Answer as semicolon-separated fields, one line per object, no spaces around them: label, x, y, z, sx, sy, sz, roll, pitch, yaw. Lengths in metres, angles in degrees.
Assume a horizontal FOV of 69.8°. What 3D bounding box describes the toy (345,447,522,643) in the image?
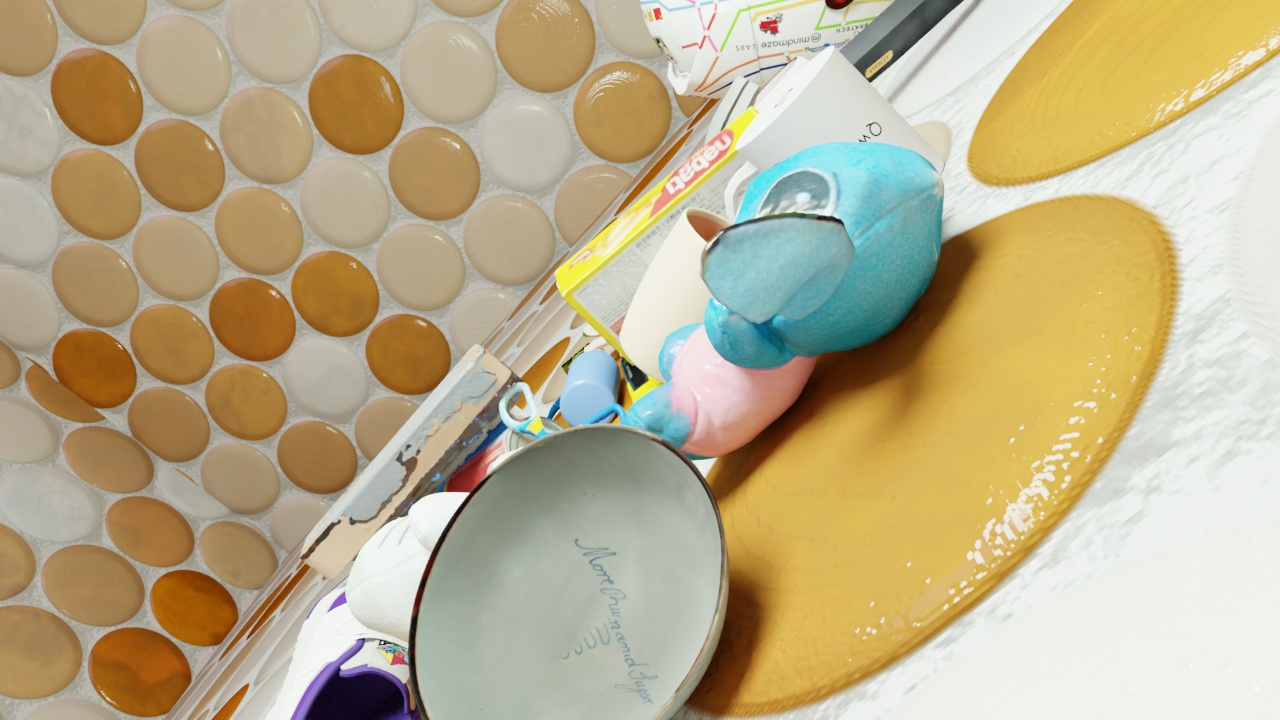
toy;-0.074;0.110;0.531;0.137;0.085;0.210;0;-25;-44

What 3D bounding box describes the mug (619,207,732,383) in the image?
mug;0.034;-0.047;0.640;0.104;0.085;0.111;-55;31;24

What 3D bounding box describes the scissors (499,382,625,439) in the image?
scissors;-0.070;0.059;0.701;0.125;0.130;0.014;-33;-34;-28

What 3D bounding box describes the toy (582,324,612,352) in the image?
toy;-0.015;-0.046;0.928;0.112;0.050;0.087;-41;18;10

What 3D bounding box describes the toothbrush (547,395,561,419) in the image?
toothbrush;-0.082;0.044;0.966;0.132;0.016;0.021;-44;-7;21

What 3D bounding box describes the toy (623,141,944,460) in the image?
toy;0.065;-0.026;0.448;0.192;0.099;0.223;-49;-4;29

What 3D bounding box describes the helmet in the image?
helmet;0.158;-0.390;0.960;0.314;0.236;0.231;-16;22;-3

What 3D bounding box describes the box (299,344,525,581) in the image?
box;-0.185;0.084;0.769;0.216;0.071;0.157;-50;-14;-6

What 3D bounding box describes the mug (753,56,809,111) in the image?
mug;0.145;-0.232;0.871;0.090;0.076;0.124;-48;12;5

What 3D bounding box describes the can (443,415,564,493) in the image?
can;-0.109;0.098;0.764;0.125;0.066;0.066;-37;16;44

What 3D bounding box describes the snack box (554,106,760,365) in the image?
snack box;0.038;-0.093;0.707;0.201;0.092;0.042;-39;34;11

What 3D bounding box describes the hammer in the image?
hammer;0.178;-0.236;0.755;0.312;0.139;0.035;-41;52;-7

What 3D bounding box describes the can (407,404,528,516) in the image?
can;-0.160;0.110;0.883;0.146;0.079;0.079;-49;11;0

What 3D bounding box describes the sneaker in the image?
sneaker;-0.188;0.212;0.644;0.111;0.092;0.243;-40;18;32

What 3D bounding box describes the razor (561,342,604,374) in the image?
razor;-0.058;-0.003;1.007;0.044;0.021;0.144;-41;5;-10

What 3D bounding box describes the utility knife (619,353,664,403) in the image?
utility knife;-0.005;0.005;0.778;0.029;0.020;0.233;-45;14;4

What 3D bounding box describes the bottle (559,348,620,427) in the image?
bottle;-0.042;0.018;0.823;0.048;0.048;0.131;-46;12;15

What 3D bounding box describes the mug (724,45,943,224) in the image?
mug;0.110;-0.116;0.574;0.120;0.096;0.083;-46;12;14

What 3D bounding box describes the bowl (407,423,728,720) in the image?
bowl;-0.022;0.104;0.387;0.151;0.057;0.150;-18;50;23
